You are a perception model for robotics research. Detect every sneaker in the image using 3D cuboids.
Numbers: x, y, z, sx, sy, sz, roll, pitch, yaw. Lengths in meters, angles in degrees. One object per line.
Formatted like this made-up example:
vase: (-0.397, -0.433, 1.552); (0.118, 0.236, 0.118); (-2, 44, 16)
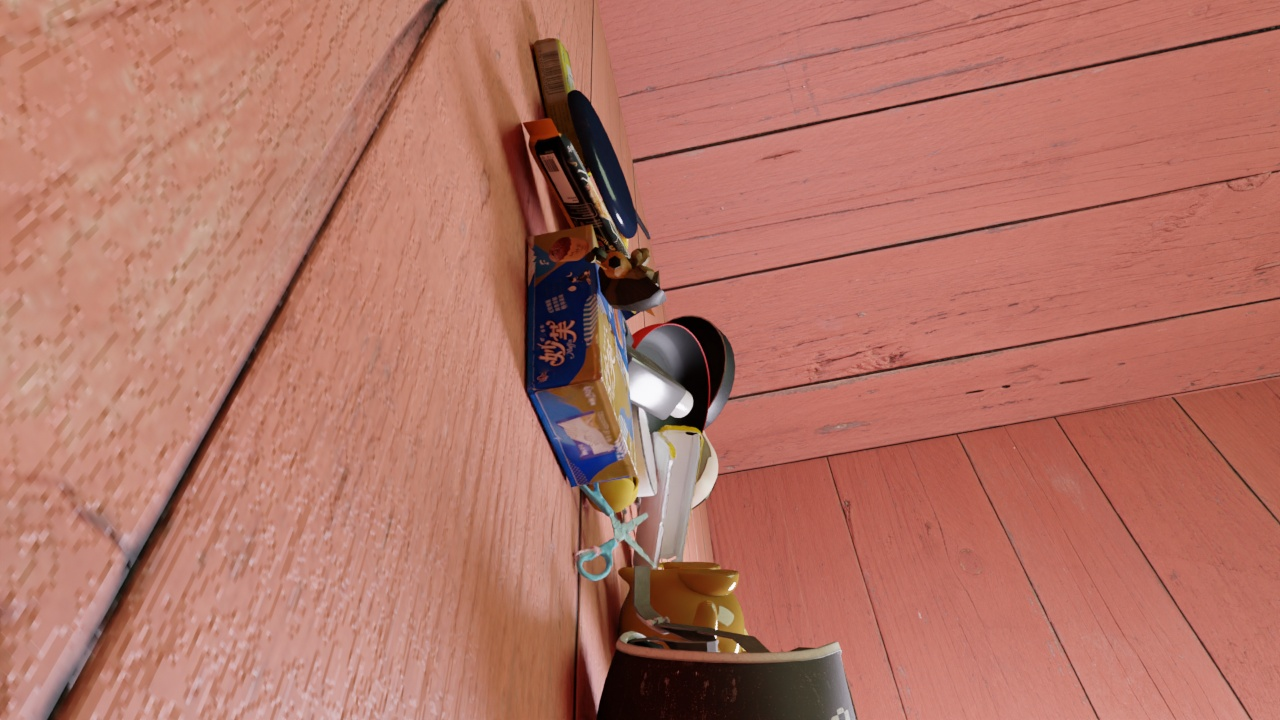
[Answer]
sneaker: (0.045, 0.127, 1.501); (0.116, 0.112, 0.293); (49, 16, -25)

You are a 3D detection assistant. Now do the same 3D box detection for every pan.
pan: (-0.007, 0.007, 1.192); (0.208, 0.067, 0.356); (-61, 137, -28)
pan: (0.044, 0.100, 1.381); (0.044, 0.205, 0.355); (30, 63, -41)
pan: (-0.026, -0.234, 1.251); (0.356, 0.021, 0.198); (45, 26, -71)

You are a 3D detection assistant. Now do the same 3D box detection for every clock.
clock: (-0.039, 0.105, 0.993); (0.113, 0.052, 0.152); (39, 36, -82)

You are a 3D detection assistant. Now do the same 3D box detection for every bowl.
bowl: (-0.020, 0.110, 1.104); (0.113, 0.063, 0.113); (-9, 88, -85)

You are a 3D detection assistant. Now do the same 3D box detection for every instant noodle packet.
instant noodle packet: (-0.057, -0.153, 0.969); (0.221, 0.032, 0.160); (61, -8, -20)

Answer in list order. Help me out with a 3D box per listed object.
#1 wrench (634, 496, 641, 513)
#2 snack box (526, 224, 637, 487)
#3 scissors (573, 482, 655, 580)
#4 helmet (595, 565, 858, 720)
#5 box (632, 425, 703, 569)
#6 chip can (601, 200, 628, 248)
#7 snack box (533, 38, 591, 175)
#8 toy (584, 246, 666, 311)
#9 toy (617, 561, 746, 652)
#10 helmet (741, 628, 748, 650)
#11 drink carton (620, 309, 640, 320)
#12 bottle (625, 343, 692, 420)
wrench: (-0.004, 0.164, 1.491); (0.272, 0.010, 0.070); (-92, 170, -59)
snack box: (-0.057, -0.006, 0.889); (0.155, 0.069, 0.202); (72, 9, -47)
scissors: (-0.036, 0.158, 0.898); (0.135, 0.015, 0.135); (60, 27, 6)
helmet: (0.064, 0.310, 0.773); (0.233, 0.234, 0.253); (24, 64, -66)
box: (0.042, 0.190, 1.199); (0.079, 0.080, 0.210); (40, -54, 57)
chip can: (-0.053, -0.155, 1.221); (0.214, 0.075, 0.075); (-88, 166, -69)
snack box: (-0.101, -0.340, 1.245); (0.121, 0.045, 0.181); (-73, 152, -80)
toy: (-0.016, -0.079, 0.825); (0.062, 0.076, 0.100); (-59, 145, 0)
toy: (0.052, 0.328, 1.000); (0.199, 0.162, 0.203); (153, -61, -77)
helmet: (0.076, 0.389, 1.165); (0.240, 0.140, 0.209); (63, 17, -72)
drink carton: (-0.035, -0.086, 1.299); (0.129, 0.040, 0.064); (-38, 118, -66)
bottle: (0.003, 0.024, 1.072); (0.084, 0.046, 0.173); (41, 6, 41)
